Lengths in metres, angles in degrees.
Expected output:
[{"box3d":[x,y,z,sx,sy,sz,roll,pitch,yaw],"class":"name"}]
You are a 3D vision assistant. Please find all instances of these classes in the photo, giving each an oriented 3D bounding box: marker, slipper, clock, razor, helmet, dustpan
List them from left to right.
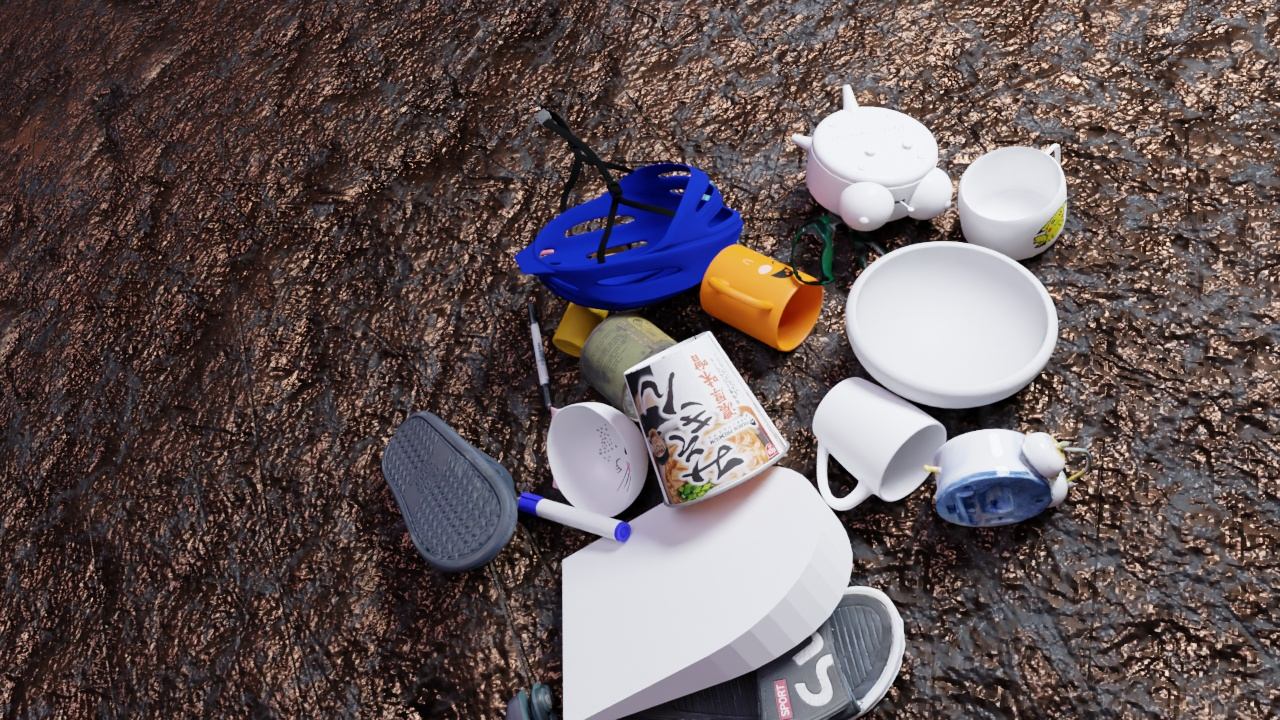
[{"box3d":[-0.188,0.140,0.948,0.110,0.083,0.268,-55,37,-2],"class":"slipper"},{"box3d":[-0.122,0.352,0.811,0.052,0.047,0.142,37,83,10],"class":"razor"},{"box3d":[-0.113,-0.006,1.030,0.011,0.011,0.152,-22,55,11],"class":"marker"},{"box3d":[-0.067,0.151,0.892,0.142,0.020,0.020,7,64,43],"class":"marker"},{"box3d":[-0.016,-0.158,0.918,0.241,0.228,0.147,-22,37,-9],"class":"helmet"},{"box3d":[0.053,0.195,0.789,0.258,0.053,0.191,-32,29,14],"class":"dustpan"},{"box3d":[0.089,0.261,0.756,0.264,0.063,0.111,-21,56,15],"class":"slipper"},{"box3d":[0.234,-0.203,0.924,0.125,0.073,0.160,-12,51,-10],"class":"clock"},{"box3d":[0.297,0.094,0.741,0.125,0.089,0.051,-12,52,19],"class":"clock"}]

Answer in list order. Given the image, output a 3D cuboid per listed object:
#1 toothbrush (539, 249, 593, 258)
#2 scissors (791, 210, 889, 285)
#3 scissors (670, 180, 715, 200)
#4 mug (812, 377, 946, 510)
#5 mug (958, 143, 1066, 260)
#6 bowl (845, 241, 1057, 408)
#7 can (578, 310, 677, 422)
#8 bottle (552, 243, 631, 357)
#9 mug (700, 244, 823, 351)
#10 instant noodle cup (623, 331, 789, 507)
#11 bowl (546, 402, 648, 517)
[{"box3d":[-0.075,-0.131,1.084,0.135,0.016,0.021,-7,60,18],"class":"toothbrush"},{"box3d":[0.223,-0.125,0.929,0.137,0.015,0.209,22,47,-2],"class":"scissors"},{"box3d":[0.048,-0.147,1.034,0.126,0.019,0.154,-37,55,3],"class":"scissors"},{"box3d":[0.194,0.077,0.802,0.114,0.081,0.087,-44,49,-5],"class":"mug"},{"box3d":[0.358,-0.154,0.867,0.115,0.068,0.094,-46,54,-6],"class":"mug"},{"box3d":[0.272,-0.023,0.821,0.177,0.066,0.176,-5,52,6],"class":"bowl"},{"box3d":[-0.005,0.005,0.926,0.090,0.090,0.074,-46,54,-6],"class":"can"},{"box3d":[-0.049,-0.075,1.021,0.043,0.043,0.143,12,68,29],"class":"bottle"},{"box3d":[0.110,-0.063,0.902,0.096,0.112,0.078,30,107,34],"class":"mug"},{"box3d":[0.050,0.047,0.815,0.124,0.123,0.122,-26,93,9],"class":"instant noodle cup"},{"box3d":[-0.034,0.092,0.894,0.115,0.050,0.115,14,112,40],"class":"bowl"}]
